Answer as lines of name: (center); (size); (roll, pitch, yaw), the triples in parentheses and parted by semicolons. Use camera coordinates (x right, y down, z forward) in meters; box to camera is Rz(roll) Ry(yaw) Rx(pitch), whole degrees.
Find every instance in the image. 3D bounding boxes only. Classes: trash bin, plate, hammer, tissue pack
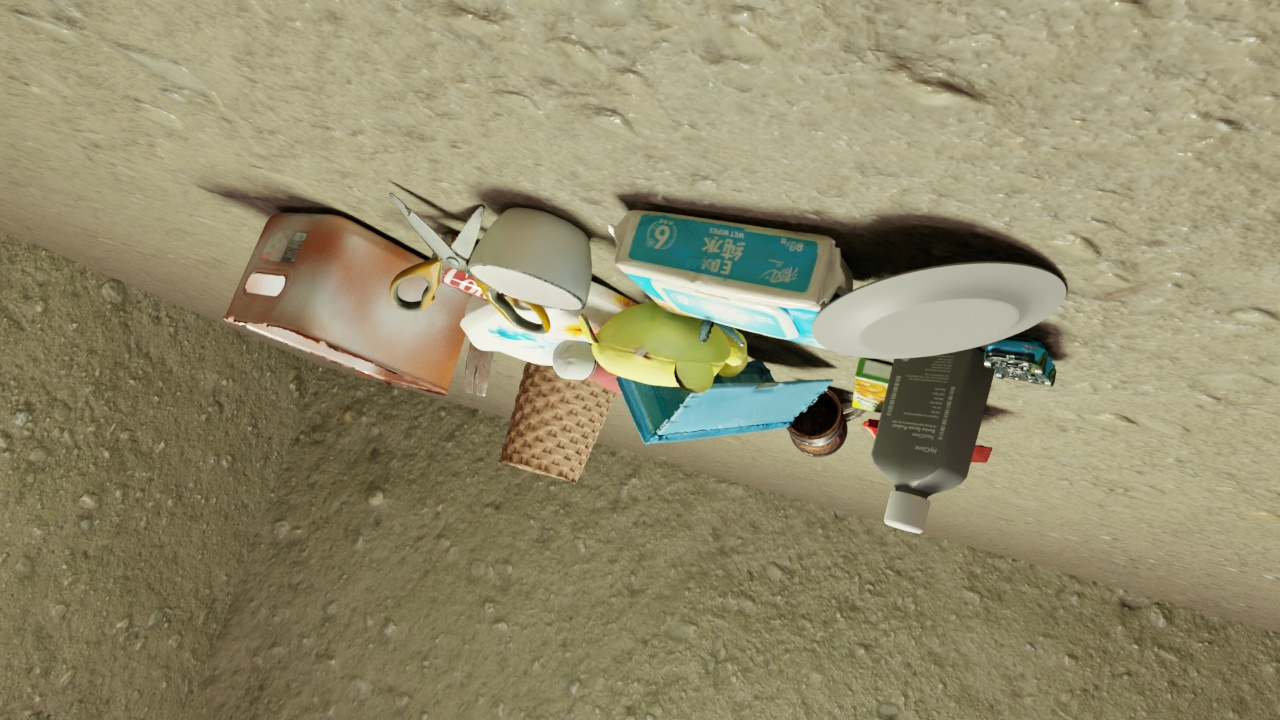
trash bin: (-0.112, 0.068, 1.355); (0.151, 0.210, 0.151); (16, 171, 3)
plate: (-0.095, -0.038, 1.072); (0.187, 0.016, 0.186); (-20, 154, 31)
trash bin: (-0.357, -0.071, 1.171); (0.182, 0.157, 0.259); (9, 166, 40)
hammer: (-0.189, -0.011, 1.367); (0.035, 0.137, 0.314); (13, 178, 10)
tissue pack: (0.074, -0.068, 0.742); (0.209, 0.066, 0.117); (15, 170, 25)
plate: (0.217, -0.028, 0.673); (0.178, 0.012, 0.179); (-3, 160, -1)

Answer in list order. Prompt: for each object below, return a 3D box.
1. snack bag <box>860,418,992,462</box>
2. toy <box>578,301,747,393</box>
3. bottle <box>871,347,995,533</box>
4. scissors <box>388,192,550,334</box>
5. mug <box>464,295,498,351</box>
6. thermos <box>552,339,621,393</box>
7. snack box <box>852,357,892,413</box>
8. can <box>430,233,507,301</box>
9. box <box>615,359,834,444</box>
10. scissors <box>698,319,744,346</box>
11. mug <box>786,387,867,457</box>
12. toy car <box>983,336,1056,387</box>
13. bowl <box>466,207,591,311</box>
snack bag: (0.338, 0.094, 1.125); (0.139, 0.066, 0.208); (20, 174, 9)
toy: (0.029, -0.020, 0.909); (0.149, 0.084, 0.213); (6, -174, 18)
bottle: (0.265, 0.072, 0.855); (0.046, 0.173, 0.084); (25, 168, -37)
scissors: (-0.196, -0.090, 0.960); (0.230, 0.016, 0.225); (-14, 135, 37)
mug: (-0.155, -0.056, 1.181); (0.088, 0.081, 0.114); (2, -165, 32)
thermos: (-0.006, 0.006, 1.083); (0.073, 0.073, 0.239); (7, -179, 44)
snack box: (0.309, 0.043, 1.042); (0.132, 0.027, 0.168); (15, 170, 15)
can: (-0.181, -0.099, 1.015); (0.096, 0.054, 0.054); (22, 169, -24)
box: (0.101, 0.025, 1.039); (0.231, 0.094, 0.112); (-1, 147, -41)
scissors: (0.051, -0.048, 0.839); (0.147, 0.014, 0.141); (20, -155, 24)
mug: (0.250, 0.076, 1.219); (0.116, 0.080, 0.107); (-14, 161, 11)
toy car: (0.322, -0.001, 0.774); (0.048, 0.032, 0.105); (10, 173, 33)
bowl: (-0.098, -0.096, 0.859); (0.116, 0.065, 0.116); (16, 170, 3)
